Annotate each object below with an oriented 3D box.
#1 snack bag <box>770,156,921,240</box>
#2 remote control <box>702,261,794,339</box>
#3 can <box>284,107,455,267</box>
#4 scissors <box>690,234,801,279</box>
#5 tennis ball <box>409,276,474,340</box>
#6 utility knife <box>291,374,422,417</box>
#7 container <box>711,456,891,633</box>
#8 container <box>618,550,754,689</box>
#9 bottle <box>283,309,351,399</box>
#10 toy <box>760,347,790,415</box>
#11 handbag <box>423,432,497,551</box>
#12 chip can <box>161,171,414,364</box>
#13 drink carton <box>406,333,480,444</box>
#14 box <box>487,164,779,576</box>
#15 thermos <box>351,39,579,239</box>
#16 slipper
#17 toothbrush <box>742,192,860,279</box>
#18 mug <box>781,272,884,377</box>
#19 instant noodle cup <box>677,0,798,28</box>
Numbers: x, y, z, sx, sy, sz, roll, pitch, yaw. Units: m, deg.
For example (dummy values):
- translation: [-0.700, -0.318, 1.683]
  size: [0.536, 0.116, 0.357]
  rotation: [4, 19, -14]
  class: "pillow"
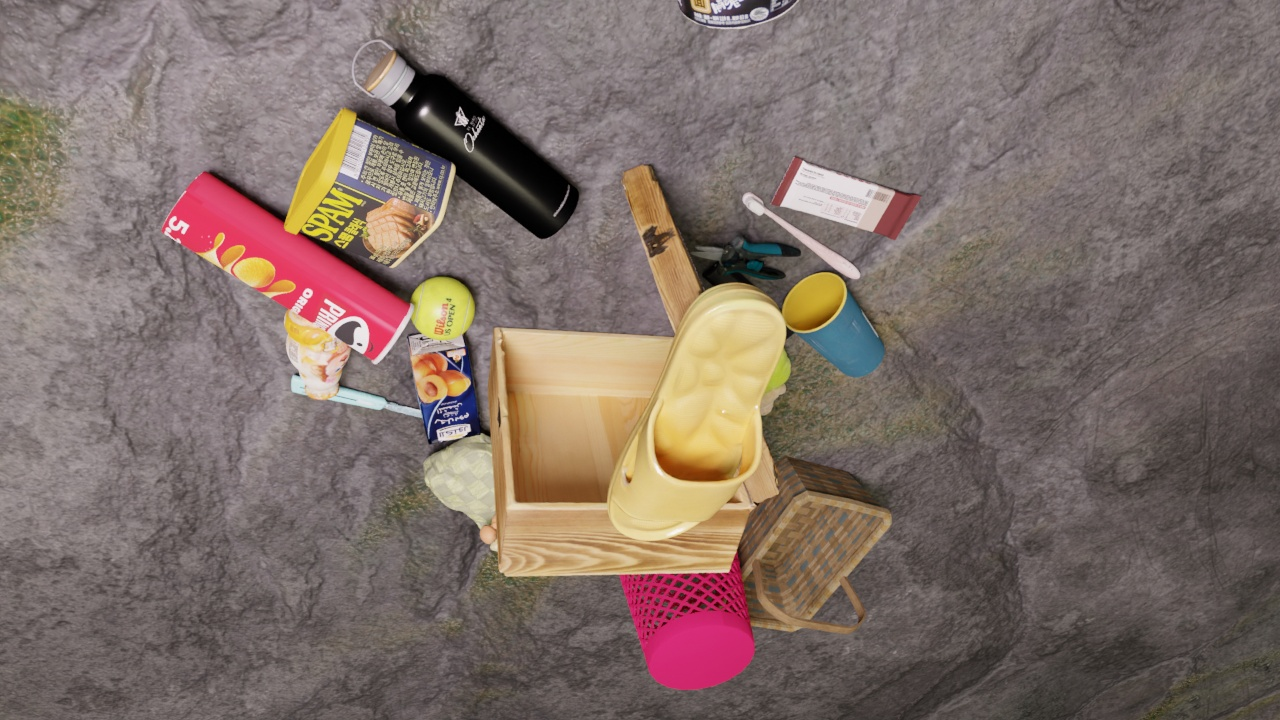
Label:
- translation: [0.217, -0.169, 0.964]
  size: [0.157, 0.013, 0.057]
  rotation: [11, 123, -20]
  class: "snack bag"
- translation: [0.124, -0.064, 1.026]
  size: [0.032, 0.015, 0.136]
  rotation: [-40, 125, 20]
  class: "remote control"
- translation: [-0.241, -0.147, 0.818]
  size: [0.104, 0.075, 0.136]
  rotation: [22, 154, -29]
  class: "can"
- translation: [0.111, -0.103, 0.966]
  size: [0.128, 0.019, 0.140]
  rotation: [-32, 143, -4]
  class: "scissors"
- translation: [-0.202, -0.053, 0.936]
  size: [0.065, 0.065, 0.065]
  rotation: [-6, 129, -7]
  class: "tennis ball"
- translation: [-0.301, 0.045, 1.030]
  size: [0.179, 0.015, 0.022]
  rotation: [16, 123, -27]
  class: "utility knife"
- translation: [0.207, 0.270, 1.199]
  size: [0.157, 0.186, 0.251]
  rotation: [15, 123, -22]
  class: "container"
- translation: [0.053, 0.276, 1.147]
  size: [0.183, 0.225, 0.183]
  rotation: [-6, 129, -7]
  class: "container"
- translation: [-0.330, -0.011, 0.944]
  size: [0.063, 0.063, 0.109]
  rotation: [1, 128, -13]
  class: "bottle"
- translation: [0.132, 0.025, 1.081]
  size: [0.092, 0.046, 0.115]
  rotation: [-11, 136, -2]
  class: "toy"
- translation: [-0.167, 0.170, 1.087]
  size: [0.113, 0.116, 0.186]
  rotation: [-38, 128, 18]
  class: "handbag"
- translation: [-0.325, -0.084, 0.859]
  size: [0.220, 0.069, 0.069]
  rotation: [35, 115, -20]
  class: "chip can"
- translation: [-0.215, 0.030, 1.011]
  size: [0.064, 0.040, 0.130]
  rotation: [-10, 129, -12]
  class: "drink carton"
- translation: [0.011, 0.005, 0.893]
  size: [0.281, 0.278, 0.316]
  rotation: [4, 125, -15]
  class: "box"
- translation: [-0.159, -0.200, 0.830]
  size: [0.061, 0.061, 0.231]
  rotation: [-41, 125, 20]
  class: "thermos"
- translation: [0.048, 0.064, 0.722]
  size: [0.099, 0.078, 0.264]
  rotation: [5, 126, -18]
  class: "slipper"
- translation: [0.177, -0.129, 0.985]
  size: [0.181, 0.018, 0.016]
  rotation: [28, 118, -30]
  class: "toothbrush"
- translation: [0.224, -0.035, 1.037]
  size: [0.078, 0.078, 0.121]
  rotation: [-37, 131, 17]
  class: "mug"
- translation: [0.076, -0.339, 0.730]
  size: [0.137, 0.137, 0.112]
  rotation: [-14, 138, -1]
  class: "instant noodle cup"
